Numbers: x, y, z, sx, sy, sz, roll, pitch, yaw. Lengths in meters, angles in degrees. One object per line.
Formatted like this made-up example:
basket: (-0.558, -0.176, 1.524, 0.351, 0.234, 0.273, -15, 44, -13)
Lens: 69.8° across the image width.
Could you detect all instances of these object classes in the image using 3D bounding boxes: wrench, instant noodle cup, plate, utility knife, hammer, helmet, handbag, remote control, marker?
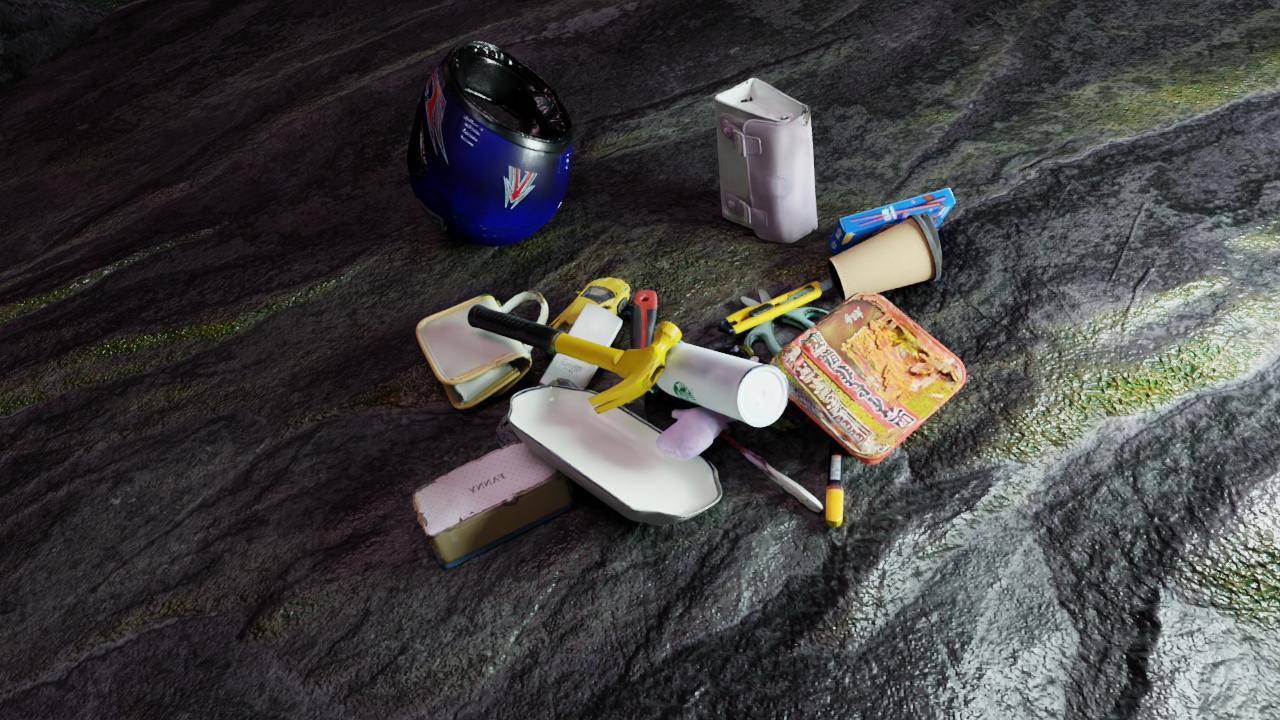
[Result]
wrench: (-0.007, 0.007, 1.175, 0.056, 0.016, 0.272, 1, 49, 11)
instant noodle cup: (0.251, 0.023, 1.035, 0.188, 0.079, 0.164, -35, 68, -22)
plate: (-0.034, 0.106, 1.025, 0.266, 0.034, 0.161, 30, 27, 27)
utility knife: (0.179, -0.074, 1.201, 0.173, 0.015, 0.033, -24, 44, -12)
hammer: (-0.099, -0.021, 1.124, 0.301, 0.033, 0.128, 18, 63, 34)
helmet: (-0.245, -0.318, 1.428, 0.247, 0.241, 0.315, 10, 40, -33)
handbag: (0.180, -0.281, 1.317, 0.098, 0.197, 0.145, -34, 46, -25)
remote control: (-0.076, -0.010, 1.188, 0.056, 0.019, 0.134, 26, 67, 5)
handbag: (-0.197, -0.025, 1.235, 0.178, 0.063, 0.163, -27, 43, -10)
marker: (0.213, 0.131, 1.001, 0.018, 0.015, 0.123, 1, 41, 13)

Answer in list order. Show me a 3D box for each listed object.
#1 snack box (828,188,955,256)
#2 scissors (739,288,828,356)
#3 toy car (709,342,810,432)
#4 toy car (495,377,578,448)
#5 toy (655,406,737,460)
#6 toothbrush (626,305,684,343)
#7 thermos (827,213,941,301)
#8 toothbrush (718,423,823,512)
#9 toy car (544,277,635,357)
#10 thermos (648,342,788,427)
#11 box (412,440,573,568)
snack box: (0.343, -0.189, 1.259, 0.157, 0.084, 0.026, -16, 75, -3)
scissors: (0.172, -0.036, 1.188, 0.169, 0.019, 0.177, -39, 49, -24)
toy car: (0.140, 0.029, 1.107, 0.070, 0.042, 0.158, -37, 52, -24)
toy car: (-0.122, 0.072, 1.127, 0.120, 0.037, 0.054, -40, 72, -19)
toy: (0.057, 0.080, 1.045, 0.084, 0.039, 0.107, 1, 24, 26)
toothbrush: (0.040, -0.026, 1.216, 0.016, 0.018, 0.192, -34, 48, -22)
thermos: (0.324, -0.131, 1.204, 0.143, 0.093, 0.093, -20, 42, 4)
toothbrush: (0.139, 0.115, 1.037, 0.017, 0.016, 0.187, -26, 42, -27)
toy car: (-0.074, -0.060, 1.250, 0.071, 0.041, 0.155, 26, 64, 34)
thermos: (0.073, 0.022, 1.051, 0.073, 0.073, 0.224, -33, 23, -20)
box: (-0.173, 0.159, 1.037, 0.184, 0.062, 0.089, -25, 42, -10)
